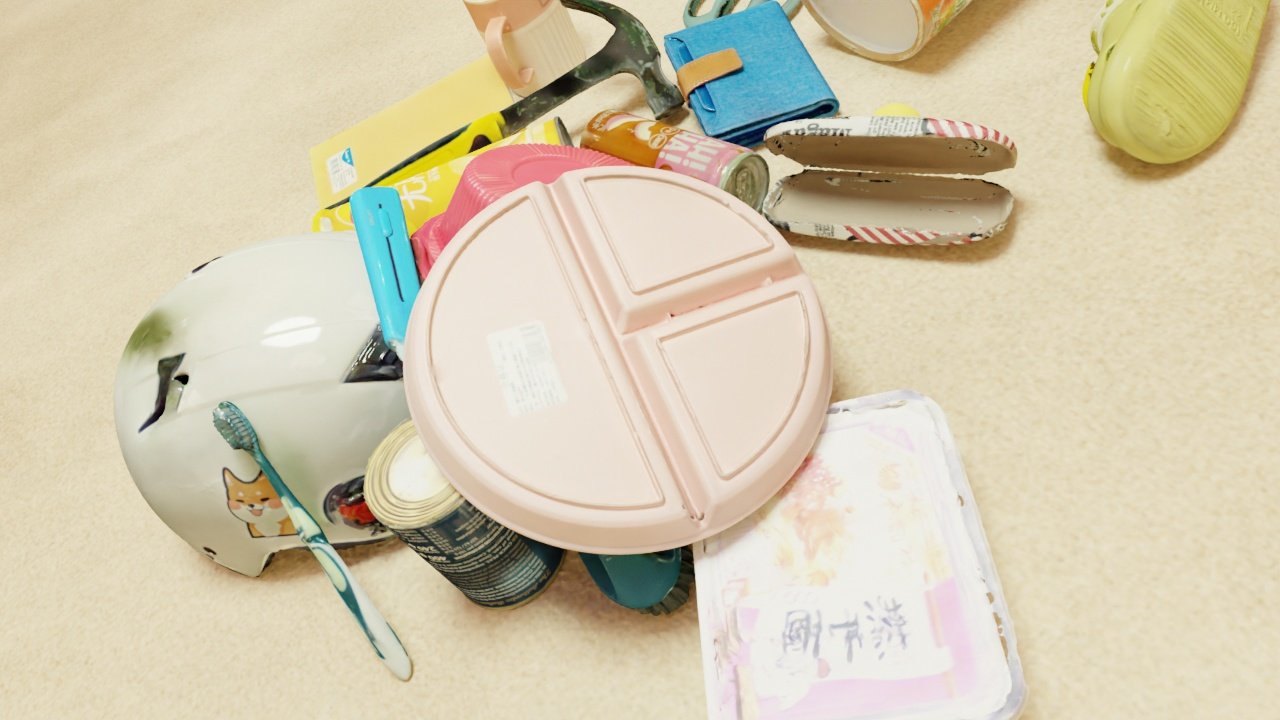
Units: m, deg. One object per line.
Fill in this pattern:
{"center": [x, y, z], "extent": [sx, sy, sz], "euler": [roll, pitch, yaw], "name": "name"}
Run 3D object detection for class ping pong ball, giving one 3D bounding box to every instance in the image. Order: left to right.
{"center": [0.176, -0.157, 0.635], "extent": [0.040, 0.040, 0.040], "euler": [-12, 51, 15], "name": "ping pong ball"}

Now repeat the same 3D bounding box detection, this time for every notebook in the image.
{"center": [-0.215, -0.208, 0.866], "extent": [0.206, 0.010, 0.145], "euler": [-28, 49, 2], "name": "notebook"}

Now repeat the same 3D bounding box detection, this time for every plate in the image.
{"center": [-0.011, -0.014, 0.482], "extent": [0.229, 0.028, 0.229], "euler": [0, 63, 0], "name": "plate"}

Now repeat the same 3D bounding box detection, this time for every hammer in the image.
{"center": [-0.133, -0.189, 0.769], "extent": [0.323, 0.126, 0.032], "euler": [-28, 4, 9], "name": "hammer"}

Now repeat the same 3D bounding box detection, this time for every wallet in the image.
{"center": [0.083, -0.227, 0.724], "extent": [0.106, 0.040, 0.133], "euler": [-18, 55, 1], "name": "wallet"}

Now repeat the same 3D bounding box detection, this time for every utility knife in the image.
{"center": [-0.150, -0.052, 0.557], "extent": [0.018, 0.034, 0.159], "euler": [-57, 43, 37], "name": "utility knife"}

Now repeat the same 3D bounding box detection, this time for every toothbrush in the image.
{"center": [-0.187, 0.104, 0.523], "extent": [0.016, 0.191, 0.018], "euler": [-32, 4, 8], "name": "toothbrush"}

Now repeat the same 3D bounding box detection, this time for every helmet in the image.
{"center": [-0.229, 0.003, 0.610], "extent": [0.274, 0.157, 0.229], "euler": [-21, 49, 8], "name": "helmet"}

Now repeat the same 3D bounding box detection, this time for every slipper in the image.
{"center": [0.336, -0.204, 0.586], "extent": [0.190, 0.091, 0.082], "euler": [-59, 15, -13], "name": "slipper"}

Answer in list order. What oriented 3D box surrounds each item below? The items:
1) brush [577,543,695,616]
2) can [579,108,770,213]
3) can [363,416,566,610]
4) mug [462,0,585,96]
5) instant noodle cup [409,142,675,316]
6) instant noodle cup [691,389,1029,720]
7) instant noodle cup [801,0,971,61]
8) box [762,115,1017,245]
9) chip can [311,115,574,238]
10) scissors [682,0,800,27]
{"center": [-0.023, 0.078, 0.519], "extent": [0.055, 0.073, 0.143], "euler": [-40, 48, 6], "name": "brush"}
{"center": [0.022, -0.144, 0.681], "extent": [0.147, 0.058, 0.057], "euler": [27, 68, 37], "name": "can"}
{"center": [-0.096, 0.085, 0.519], "extent": [0.075, 0.111, 0.075], "euler": [-12, 50, 15], "name": "can"}
{"center": [-0.106, -0.292, 0.820], "extent": [0.082, 0.106, 0.114], "euler": [-6, 53, 20], "name": "mug"}
{"center": [-0.052, -0.090, 0.604], "extent": [0.194, 0.066, 0.193], "euler": [8, 33, -5], "name": "instant noodle cup"}
{"center": [0.100, 0.108, 0.451], "extent": [0.138, 0.060, 0.173], "euler": [-14, 51, 13], "name": "instant noodle cup"}
{"center": [0.191, -0.306, 0.681], "extent": [0.151, 0.151, 0.111], "euler": [34, 81, 38], "name": "instant noodle cup"}
{"center": [0.156, -0.128, 0.592], "extent": [0.163, 0.087, 0.076], "euler": [10, 44, 33], "name": "box"}
{"center": [-0.149, -0.122, 0.731], "extent": [0.213, 0.072, 0.072], "euler": [-20, 49, 7], "name": "chip can"}
{"center": [0.060, -0.297, 0.809], "extent": [0.130, 0.019, 0.185], "euler": [31, 69, 38], "name": "scissors"}
